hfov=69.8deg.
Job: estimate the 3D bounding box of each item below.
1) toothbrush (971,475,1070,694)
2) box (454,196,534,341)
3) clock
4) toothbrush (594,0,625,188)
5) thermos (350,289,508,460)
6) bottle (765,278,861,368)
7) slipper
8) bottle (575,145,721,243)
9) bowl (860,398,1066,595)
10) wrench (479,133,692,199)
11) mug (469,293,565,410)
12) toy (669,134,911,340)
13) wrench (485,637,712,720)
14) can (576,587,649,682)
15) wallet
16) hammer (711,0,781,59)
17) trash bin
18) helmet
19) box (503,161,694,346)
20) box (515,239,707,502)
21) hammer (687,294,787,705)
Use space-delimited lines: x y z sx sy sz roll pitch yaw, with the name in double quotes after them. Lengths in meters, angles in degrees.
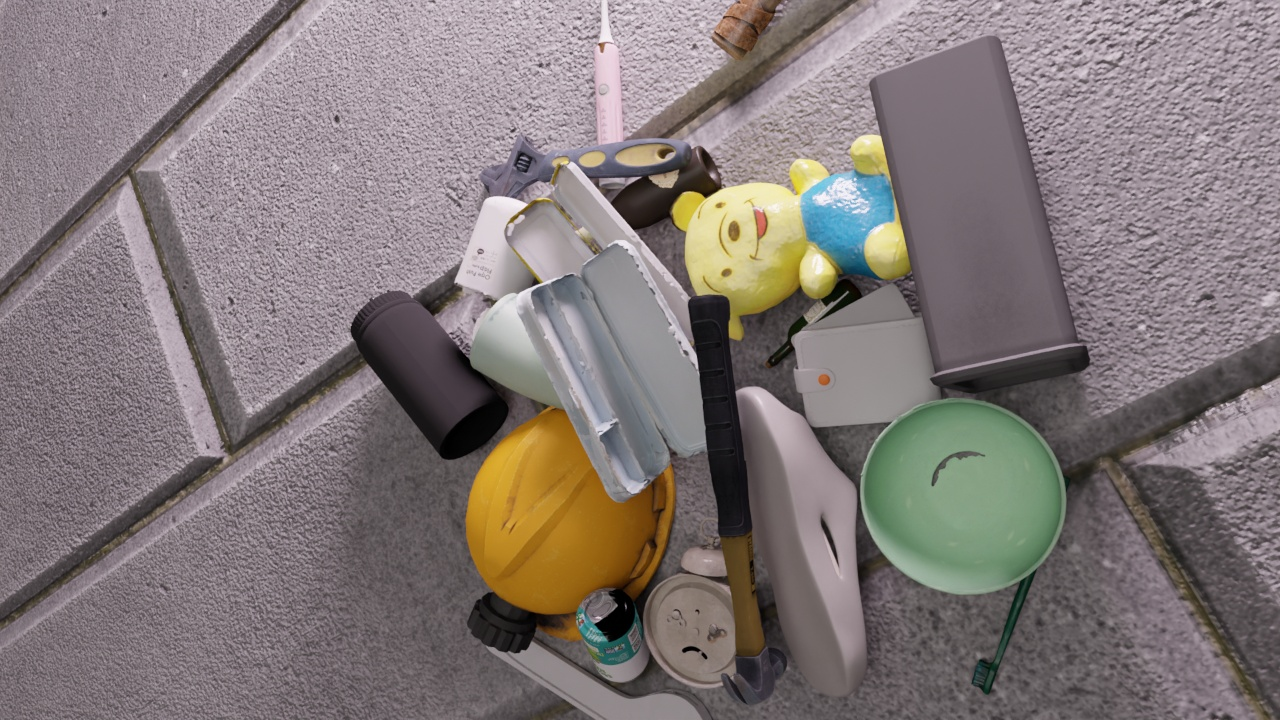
0.306 0.181 0.741 0.017 0.016 0.190 21 98 30 "toothbrush"
-0.145 -0.079 0.943 0.083 0.092 0.166 22 89 22 "box"
0.063 0.218 0.838 0.103 0.061 0.157 8 99 27 "clock"
-0.034 -0.284 0.921 0.027 0.026 0.222 -4 87 15 "toothbrush"
-0.234 0.005 0.979 0.198 0.086 0.086 47 108 20 "thermos"
0.152 -0.030 0.820 0.106 0.025 0.025 -44 70 18 "bottle"
0.150 0.146 0.790 0.113 0.080 0.265 128 127 -64 "slipper"
-0.011 -0.146 0.894 0.185 0.045 0.045 -25 77 24 "bottle"
0.258 0.105 0.733 0.151 0.077 0.151 -1 88 26 "bowl"
-0.065 -0.194 0.910 0.274 0.022 0.073 5 87 38 "wrench"
-0.093 -0.006 0.894 0.104 0.111 0.084 29 104 13 "mug"
0.133 -0.104 0.796 0.214 0.084 0.148 -15 59 30 "toy"
-0.048 0.323 0.914 0.273 0.018 0.087 24 99 27 "wrench"
-0.024 0.258 0.854 0.055 0.102 0.054 -6 47 7 "can"
0.188 -0.005 0.778 0.119 0.037 0.115 -6 102 23 "wallet"
0.174 -0.409 0.813 0.121 0.048 0.319 44 109 18 "hammer"
0.254 -0.094 0.680 0.098 0.191 0.219 -14 80 25 "trash bin"
-0.092 0.155 0.879 0.205 0.131 0.255 28 100 25 "helmet"
-0.032 -0.082 0.872 0.117 0.057 0.210 -42 86 28 "box"
0.000 0.001 0.800 0.127 0.106 0.215 -23 97 31 "box"
0.074 0.112 0.744 0.025 0.117 0.333 -7 90 23 "hammer"
